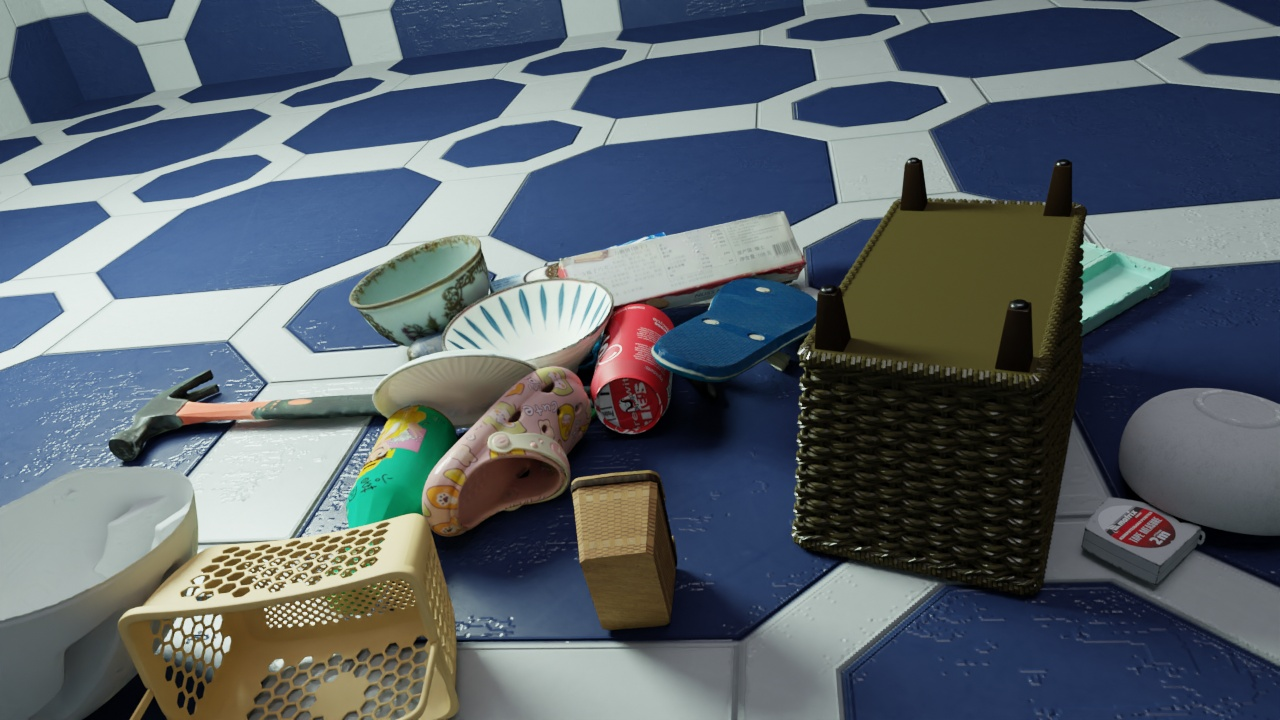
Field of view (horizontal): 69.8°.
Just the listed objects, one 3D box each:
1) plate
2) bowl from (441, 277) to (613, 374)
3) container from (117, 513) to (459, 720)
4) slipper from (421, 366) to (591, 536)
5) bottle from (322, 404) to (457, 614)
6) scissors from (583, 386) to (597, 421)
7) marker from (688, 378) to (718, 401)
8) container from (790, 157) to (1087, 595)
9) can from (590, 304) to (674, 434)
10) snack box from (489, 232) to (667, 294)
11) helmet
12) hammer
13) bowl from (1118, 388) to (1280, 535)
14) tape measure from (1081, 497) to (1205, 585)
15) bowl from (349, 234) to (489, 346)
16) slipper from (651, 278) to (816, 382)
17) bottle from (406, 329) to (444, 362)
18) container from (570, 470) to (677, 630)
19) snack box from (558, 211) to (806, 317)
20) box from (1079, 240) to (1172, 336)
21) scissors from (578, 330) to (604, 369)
[{"bbox_3d":[-0.164,0.026,0.841,0.157,0.157,0.014,-10,64,0],"label":"plate"},{"bbox_3d":[-0.107,-0.015,0.936,0.177,0.071,0.177,-10,30,6],"label":"bowl"},{"bbox_3d":[-0.215,0.190,0.582,0.183,0.129,0.166,-9,23,0],"label":"container"},{"bbox_3d":[-0.097,0.081,0.781,0.081,0.093,0.196,23,43,27],"label":"slipper"},{"bbox_3d":[-0.207,0.120,0.761,0.068,0.068,0.209,-6,30,7],"label":"bottle"},{"bbox_3d":[-0.094,0.039,0.922,0.131,0.014,0.070,7,32,26],"label":"scissors"},{"bbox_3d":[0.052,0.008,0.930,0.018,0.015,0.134,-5,27,-19],"label":"marker"},{"bbox_3d":[0.246,-0.016,0.721,0.177,0.205,0.319,7,34,27],"label":"container"},{"bbox_3d":[-0.005,0.005,0.891,0.074,0.074,0.142,-5,30,8],"label":"can"},{"bbox_3d":[-0.063,-0.090,1.090,0.226,0.059,0.059,-17,34,-14],"label":"snack box"},{"bbox_3d":[-0.437,0.165,0.625,0.282,0.184,0.224,-32,31,-11],"label":"helmet"},{"bbox_3d":[-0.376,0.052,0.969,0.333,0.033,0.132,-2,30,11],"label":"hammer"},{"bbox_3d":[0.421,0.061,0.659,0.132,0.064,0.131,-1,25,0],"label":"bowl"},{"bbox_3d":[0.345,0.124,0.637,0.060,0.020,0.062,-23,33,-32],"label":"tape measure"},{"bbox_3d":[-0.238,-0.066,1.052,0.160,0.094,0.159,-17,28,9],"label":"bowl"},{"bbox_3d":[0.102,-0.020,0.912,0.118,0.060,0.294,14,24,24],"label":"slipper"},{"bbox_3d":[-0.172,-0.021,1.003,0.160,0.056,0.056,-24,33,-23],"label":"bottle"},{"bbox_3d":[-0.010,0.137,0.641,0.063,0.114,0.061,-7,43,6],"label":"container"},{"bbox_3d":[0.048,-0.102,1.042,0.272,0.044,0.076,-14,69,-13],"label":"snack box"},{"bbox_3d":[0.432,-0.078,0.949,0.186,0.033,0.136,-24,33,-24],"label":"box"},{"bbox_3d":[-0.031,-0.026,1.020,0.104,0.015,0.133,-11,25,6],"label":"scissors"}]
